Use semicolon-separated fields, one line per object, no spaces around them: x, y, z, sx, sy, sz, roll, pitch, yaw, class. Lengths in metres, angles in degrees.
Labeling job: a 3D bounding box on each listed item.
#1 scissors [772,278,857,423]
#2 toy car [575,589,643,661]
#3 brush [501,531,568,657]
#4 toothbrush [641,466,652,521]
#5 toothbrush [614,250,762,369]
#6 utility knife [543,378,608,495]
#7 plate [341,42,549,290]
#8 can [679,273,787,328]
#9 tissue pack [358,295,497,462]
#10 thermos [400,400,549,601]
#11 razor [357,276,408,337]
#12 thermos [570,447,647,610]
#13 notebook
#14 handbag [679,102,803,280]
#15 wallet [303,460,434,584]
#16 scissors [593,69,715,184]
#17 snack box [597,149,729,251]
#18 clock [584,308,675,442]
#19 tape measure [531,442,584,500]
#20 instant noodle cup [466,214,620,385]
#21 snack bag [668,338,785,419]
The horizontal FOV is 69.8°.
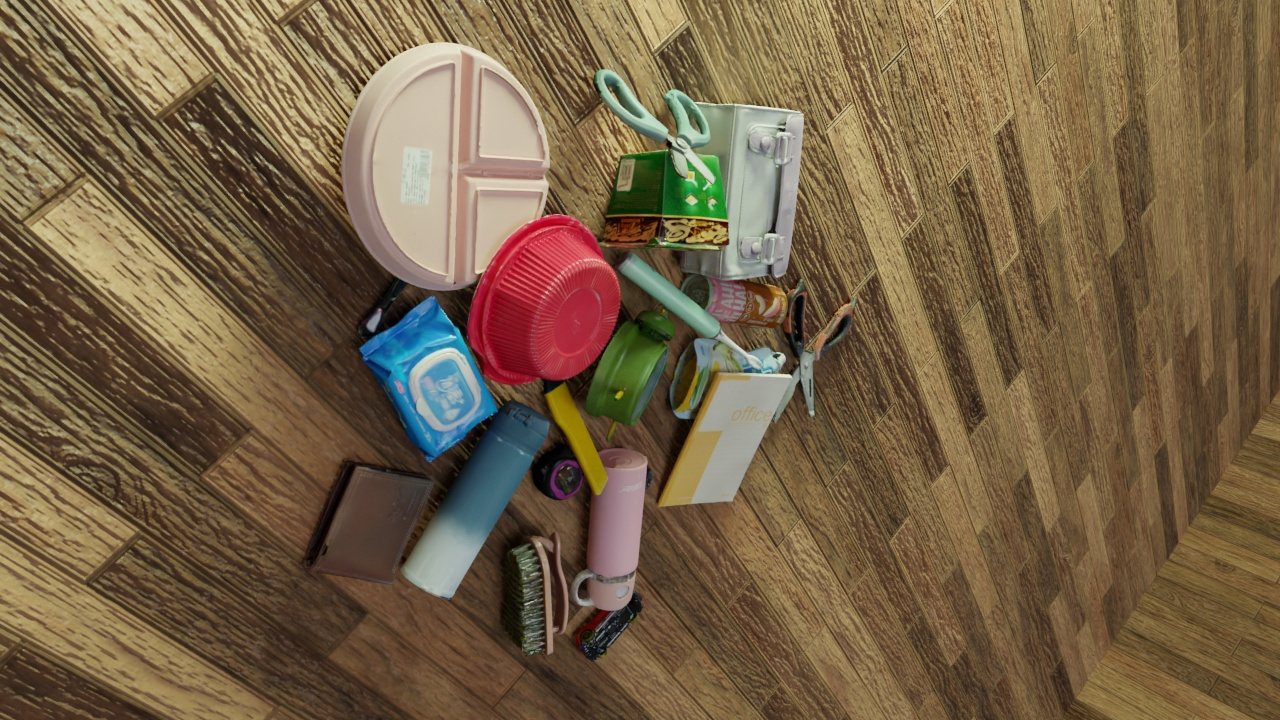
0.237;-0.013;1.304;0.189;0.015;0.222;39;80;-42;scissors
-0.040;0.343;1.203;0.106;0.031;0.049;-43;130;-17;toy car
-0.122;0.271;1.085;0.072;0.063;0.146;-12;113;-32;brush
-0.003;0.222;1.196;0.014;0.018;0.189;-8;114;-40;toothbrush
0.062;-0.054;1.076;0.224;0.027;0.026;36;92;-19;toothbrush
-0.075;0.085;1.052;0.033;0.015;0.154;-34;107;-38;utility knife
-0.171;-0.178;0.863;0.228;0.028;0.230;-18;115;-43;plate
0.119;-0.074;1.150;0.147;0.058;0.058;5;103;-42;can
-0.207;0.021;0.916;0.094;0.052;0.157;-37;128;-23;tissue pack
-0.174;0.146;0.989;0.070;0.070;0.220;36;82;-43;thermos
-0.228;-0.082;0.879;0.042;0.022;0.142;36;83;-41;razor
-0.041;0.211;1.128;0.087;0.067;0.199;-5;111;-31;thermos
0.112;0.106;1.220;0.145;0.010;0.207;3;118;-42;notebook
0.127;-0.199;1.084;0.144;0.098;0.197;-13;113;-46;handbag
-0.274;0.166;0.936;0.101;0.032;0.124;21;94;-46;wallet
0.014;-0.250;0.954;0.178;0.172;0.019;23;130;-23;scissors
0.027;-0.174;1.006;0.117;0.118;0.105;-4;97;-41;snack box
-0.006;0.006;1.047;0.160;0.056;0.116;-60;171;-33;clock
-0.094;0.133;1.066;0.057;0.039;0.058;-38;128;-23;tape measure
-0.086;-0.050;0.954;0.193;0.066;0.194;-34;139;-36;instant noodle cup
0.121;0.030;1.211;0.190;0.039;0.110;8;96;-43;snack bag
